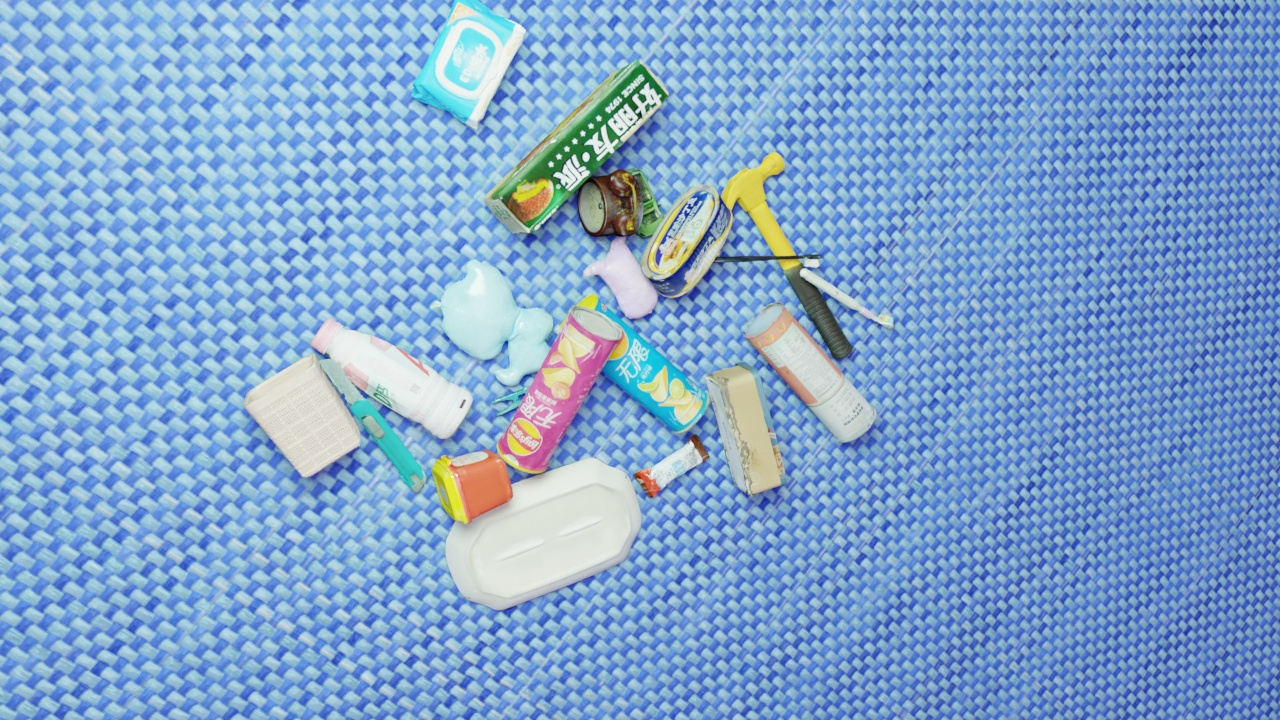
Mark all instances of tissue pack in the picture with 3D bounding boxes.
[{"bbox_3d":[-0.205,-0.355,1.089,0.090,0.063,0.140,27,88,-19],"label":"tissue pack"}]

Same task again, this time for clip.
[{"bbox_3d":[-0.164,0.051,1.181,0.056,0.014,0.042,-25,105,-14],"label":"clip"}]

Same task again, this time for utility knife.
[{"bbox_3d":[-0.321,0.081,1.112,0.029,0.013,0.216,-32,118,-4],"label":"utility knife"}]

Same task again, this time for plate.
[{"bbox_3d":[-0.121,0.232,1.206,0.265,0.034,0.162,-18,102,-15],"label":"plate"}]

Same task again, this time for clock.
[{"bbox_3d":[-0.033,-0.193,1.137,0.055,0.122,0.082,-11,100,-29],"label":"clock"}]

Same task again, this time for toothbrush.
[{"bbox_3d":[0.161,-0.133,1.225,0.181,0.015,0.018,-2,106,-18],"label":"toothbrush"},{"bbox_3d":[0.289,-0.087,1.280,0.189,0.029,0.020,24,113,-32],"label":"toothbrush"}]

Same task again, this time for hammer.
[{"bbox_3d":[0.209,-0.129,1.267,0.128,0.033,0.301,-37,106,-10],"label":"hammer"}]

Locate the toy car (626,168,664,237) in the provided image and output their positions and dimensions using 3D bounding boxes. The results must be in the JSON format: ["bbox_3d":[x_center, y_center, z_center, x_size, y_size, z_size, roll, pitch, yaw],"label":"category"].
[{"bbox_3d":[0.001,-0.204,1.191,0.043,0.036,0.091,-30,109,-14],"label":"toy car"}]

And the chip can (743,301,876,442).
[{"bbox_3d":[0.236,0.017,1.274,0.071,0.071,0.214,-46,107,-8],"label":"chip can"}]

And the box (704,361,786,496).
[{"bbox_3d":[0.141,0.087,1.244,0.061,0.090,0.184,-16,103,-9],"label":"box"}]

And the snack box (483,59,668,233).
[{"bbox_3d":[-0.080,-0.256,1.115,0.240,0.114,0.063,-46,108,-7],"label":"snack box"}]

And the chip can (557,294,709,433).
[{"bbox_3d":[-0.007,0.007,1.195,0.210,0.071,0.071,41,84,-18],"label":"chip can"}]

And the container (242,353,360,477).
[{"bbox_3d":[-0.390,0.066,1.073,0.089,0.090,0.111,-33,109,-11],"label":"container"}]

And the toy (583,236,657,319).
[{"bbox_3d":[-0.019,-0.101,1.192,0.083,0.039,0.108,-46,114,-24],"label":"toy"}]

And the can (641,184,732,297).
[{"bbox_3d":[0.060,-0.154,1.184,0.148,0.075,0.049,-58,142,-9],"label":"can"}]

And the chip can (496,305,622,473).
[{"bbox_3d":[-0.101,0.037,1.128,0.071,0.071,0.211,23,113,-19],"label":"chip can"}]

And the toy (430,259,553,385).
[{"bbox_3d":[-0.183,-0.045,1.144,0.156,0.050,0.161,-1,105,-25],"label":"toy"}]

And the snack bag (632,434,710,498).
[{"bbox_3d":[0.044,0.144,1.252,0.104,0.026,0.048,-36,112,-11],"label":"snack bag"}]

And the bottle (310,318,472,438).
[{"bbox_3d":[-0.300,0.018,1.107,0.197,0.068,0.068,35,86,-15],"label":"bottle"}]

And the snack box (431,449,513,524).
[{"bbox_3d":[-0.208,0.151,1.141,0.080,0.091,0.082,-19,103,-22],"label":"snack box"}]
